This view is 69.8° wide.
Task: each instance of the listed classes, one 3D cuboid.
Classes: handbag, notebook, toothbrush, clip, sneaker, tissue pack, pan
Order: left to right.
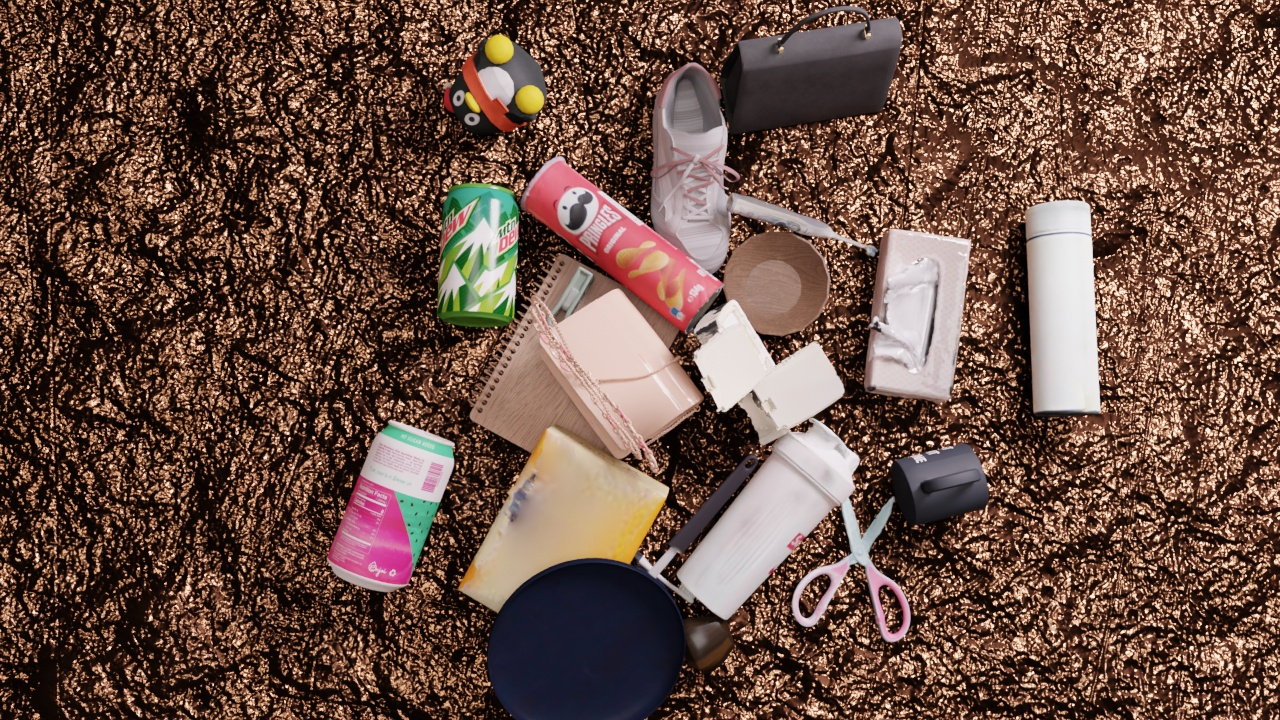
[{"bbox_3d":[-0.077,-0.065,1.000,0.023,0.047,0.076,31,89,4],"label":"clip"},{"bbox_3d":[-0.075,0.007,1.019,0.169,0.022,0.210,28,85,3],"label":"notebook"},{"bbox_3d":[-0.014,0.201,1.000,0.187,0.012,0.017,38,72,5],"label":"toothbrush"},{"bbox_3d":[-0.007,0.005,0.912,0.116,0.187,0.198,-34,80,-14],"label":"handbag"},{"bbox_3d":[-0.003,0.229,0.912,0.198,0.021,0.356,39,95,-16],"label":"pan"},{"bbox_3d":[0.057,-0.214,1.006,0.099,0.089,0.236,-6,83,0],"label":"sneaker"},{"bbox_3d":[0.181,-0.148,1.010,0.185,0.022,0.024,16,58,-17],"label":"toothbrush"},{"bbox_3d":[0.183,-0.319,0.962,0.176,0.196,0.072,-9,83,0],"label":"handbag"},{"bbox_3d":[0.297,-0.050,0.998,0.104,0.071,0.181,10,87,1],"label":"tissue pack"}]

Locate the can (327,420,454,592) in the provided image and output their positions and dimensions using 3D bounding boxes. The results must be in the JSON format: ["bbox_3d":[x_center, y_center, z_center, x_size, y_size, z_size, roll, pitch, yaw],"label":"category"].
[{"bbox_3d":[-0.261,0.154,0.971,0.088,0.088,0.165,20,84,3],"label":"can"}]

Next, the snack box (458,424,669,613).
[{"bbox_3d":[-0.080,0.186,0.956,0.145,0.080,0.195,29,93,4],"label":"snack box"}]

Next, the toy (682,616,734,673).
[{"bbox_3d":[0.049,0.305,0.967,0.100,0.062,0.076,-28,121,5],"label":"toy"}]

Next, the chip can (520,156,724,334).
[{"bbox_3d":[-0.019,-0.124,0.999,0.233,0.073,0.073,38,85,8],"label":"chip can"}]

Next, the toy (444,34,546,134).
[{"bbox_3d":[-0.164,-0.296,1.020,0.119,0.099,0.097,-27,104,20],"label":"toy"}]

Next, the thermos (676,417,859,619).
[{"bbox_3d":[0.136,0.166,0.967,0.099,0.099,0.220,41,91,5],"label":"thermos"}]

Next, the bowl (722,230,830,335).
[{"bbox_3d":[0.149,-0.084,1.019,0.118,0.030,0.117,0,84,1],"label":"bowl"}]

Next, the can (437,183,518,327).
[{"bbox_3d":[-0.177,-0.113,1.002,0.083,0.083,0.144,2,83,1],"label":"can"}]

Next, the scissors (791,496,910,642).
[{"bbox_3d":[0.222,0.225,0.992,0.158,0.014,0.172,-14,84,-1],"label":"scissors"}]

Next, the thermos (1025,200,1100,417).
[{"bbox_3d":[0.456,-0.055,0.993,0.068,0.068,0.230,1,83,1],"label":"thermos"}]

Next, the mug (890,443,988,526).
[{"bbox_3d":[0.315,0.128,0.955,0.077,0.105,0.071,-14,78,-1],"label":"mug"}]

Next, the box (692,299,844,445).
[{"bbox_3d":[0.128,0.010,0.907,0.101,0.193,0.143,-30,98,24],"label":"box"}]
